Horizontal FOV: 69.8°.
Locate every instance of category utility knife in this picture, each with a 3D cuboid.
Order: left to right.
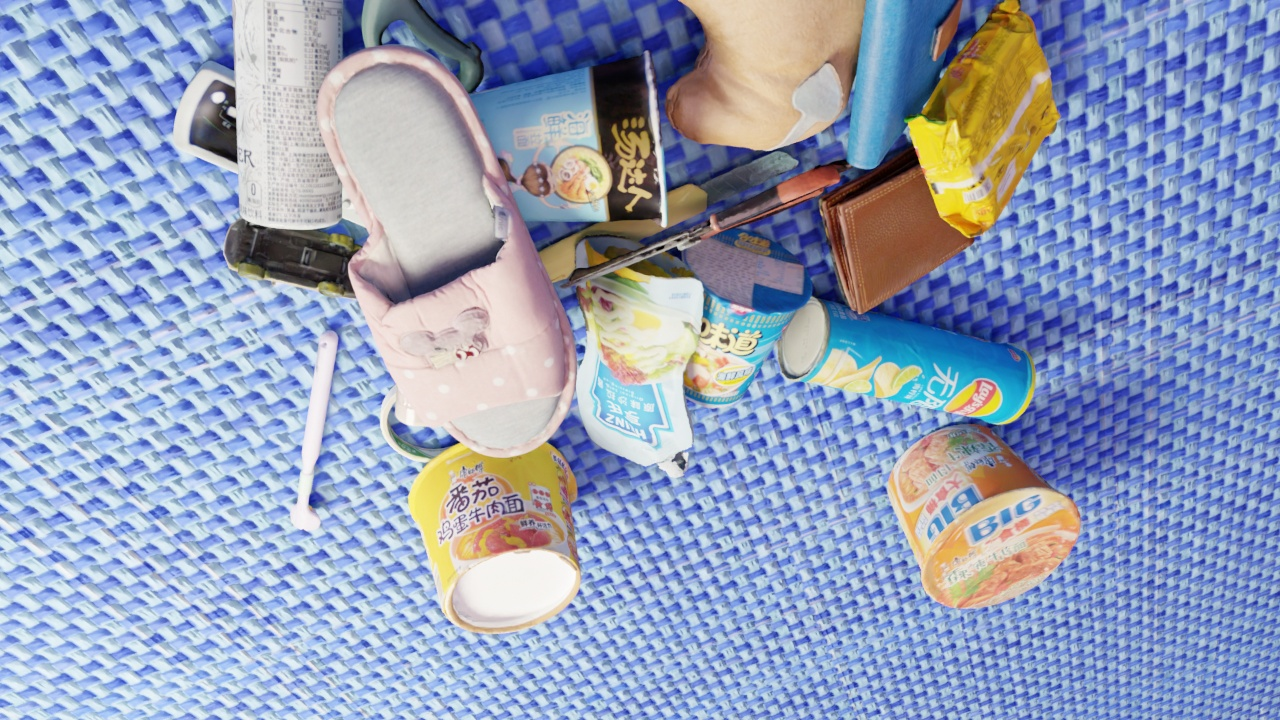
[{"bbox_3d":[0.010,-0.101,0.659,0.219,0.022,0.031,-20,129,10],"label":"utility knife"}]

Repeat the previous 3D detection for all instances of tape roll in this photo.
[{"bbox_3d":[-0.161,0.045,0.726,0.085,0.014,0.086,-7,127,-10],"label":"tape roll"}]

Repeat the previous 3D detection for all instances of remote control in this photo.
[{"bbox_3d":[-0.212,-0.130,0.580,0.150,0.021,0.058,21,117,-28],"label":"remote control"}]

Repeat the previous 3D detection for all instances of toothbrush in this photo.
[{"bbox_3d":[-0.250,0.057,0.710,0.029,0.021,0.190,24,120,8],"label":"toothbrush"}]

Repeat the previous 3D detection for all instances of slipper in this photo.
[{"bbox_3d":[-0.109,-0.046,0.541,0.114,0.054,0.275,-12,122,3],"label":"slipper"}]

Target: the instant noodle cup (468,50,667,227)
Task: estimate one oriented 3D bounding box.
[{"bbox_3d":[-0.048,-0.131,0.574,0.120,0.111,0.111,-7,127,0],"label":"instant noodle cup"}]

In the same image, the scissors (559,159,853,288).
[{"bbox_3d":[0.050,-0.091,0.602,0.193,0.206,0.015,-22,92,29],"label":"scissors"}]

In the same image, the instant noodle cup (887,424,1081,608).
[{"bbox_3d":[0.308,0.139,0.853,0.151,0.111,0.152,-7,127,-10],"label":"instant noodle cup"}]

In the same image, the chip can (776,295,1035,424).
[{"bbox_3d":[0.220,0.001,0.755,0.210,0.071,0.071,12,122,-22],"label":"chip can"}]

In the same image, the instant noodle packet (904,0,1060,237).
[{"bbox_3d":[0.234,-0.161,0.624,0.128,0.044,0.111,-52,127,-18],"label":"instant noodle packet"}]

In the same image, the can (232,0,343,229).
[{"bbox_3d":[-0.200,-0.151,0.524,0.058,0.058,0.147,1,111,-15],"label":"can"}]

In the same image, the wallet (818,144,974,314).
[{"bbox_3d":[0.197,-0.103,0.686,0.124,0.032,0.101,-30,128,-11],"label":"wallet"}]

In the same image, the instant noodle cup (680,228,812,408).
[{"bbox_3d":[0.062,-0.027,0.687,0.099,0.099,0.110,4,133,-17],"label":"instant noodle cup"}]

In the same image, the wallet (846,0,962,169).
[{"bbox_3d":[0.167,-0.200,0.574,0.106,0.040,0.133,-50,154,-27],"label":"wallet"}]

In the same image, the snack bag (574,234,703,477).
[{"bbox_3d":[-0.004,0.004,0.684,0.110,0.038,0.191,19,130,21],"label":"snack bag"}]

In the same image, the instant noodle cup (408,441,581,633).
[{"bbox_3d":[-0.112,0.144,0.742,0.138,0.109,0.138,-11,134,-12],"label":"instant noodle cup"}]

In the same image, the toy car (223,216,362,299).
[{"bbox_3d":[-0.228,-0.067,0.609,0.090,0.042,0.035,14,165,-24],"label":"toy car"}]

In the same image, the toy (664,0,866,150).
[{"bbox_3d":[0.074,-0.235,0.539,0.143,0.082,0.226,-20,126,-15],"label":"toy"}]

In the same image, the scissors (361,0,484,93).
[{"bbox_3d":[-0.112,-0.218,0.517,0.170,0.019,0.180,-30,149,-22],"label":"scissors"}]

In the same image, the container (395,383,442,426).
[{"bbox_3d":[-0.123,-0.024,0.640,0.089,0.090,0.111,2,122,-16],"label":"container"}]
